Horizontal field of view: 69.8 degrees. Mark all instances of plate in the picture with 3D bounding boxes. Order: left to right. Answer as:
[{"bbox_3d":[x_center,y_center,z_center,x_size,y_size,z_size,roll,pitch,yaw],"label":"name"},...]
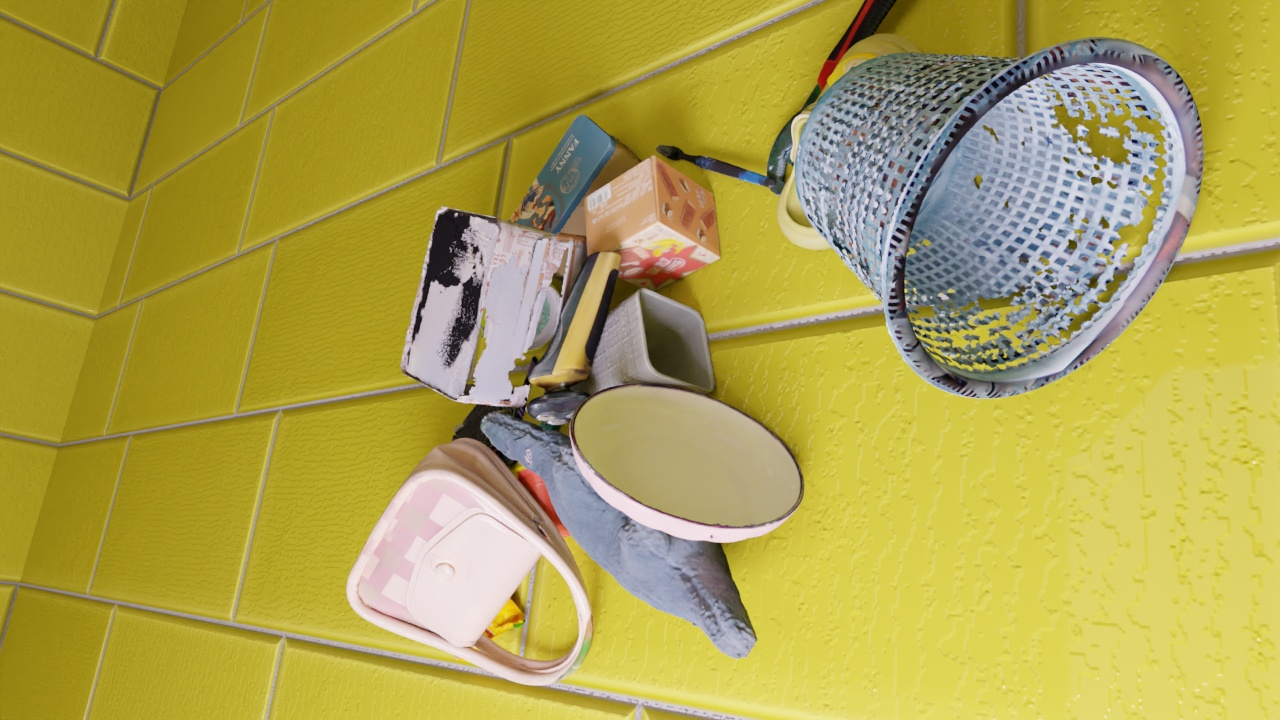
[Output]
[{"bbox_3d":[0.034,0.085,0.735,0.192,0.192,0.039,46,129,44],"label":"plate"}]

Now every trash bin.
[{"bbox_3d":[0.215,-0.118,0.628,0.227,0.226,0.195,-55,32,13],"label":"trash bin"}]

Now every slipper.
[{"bbox_3d":[0.171,-0.184,0.765,0.092,0.081,0.191,32,103,29],"label":"slipper"}]

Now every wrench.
[{"bbox_3d":[0.187,-0.273,0.822,0.056,0.016,0.274,43,111,44],"label":"wrench"}]

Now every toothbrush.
[{"bbox_3d":[-0.124,0.050,0.964,0.017,0.014,0.188,-22,30,20],"label":"toothbrush"},{"bbox_3d":[0.071,-0.195,0.914,0.189,0.016,0.014,34,105,51],"label":"toothbrush"}]

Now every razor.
[{"bbox_3d":[-0.053,-0.020,0.831,0.068,0.062,0.167,16,83,22],"label":"razor"}]

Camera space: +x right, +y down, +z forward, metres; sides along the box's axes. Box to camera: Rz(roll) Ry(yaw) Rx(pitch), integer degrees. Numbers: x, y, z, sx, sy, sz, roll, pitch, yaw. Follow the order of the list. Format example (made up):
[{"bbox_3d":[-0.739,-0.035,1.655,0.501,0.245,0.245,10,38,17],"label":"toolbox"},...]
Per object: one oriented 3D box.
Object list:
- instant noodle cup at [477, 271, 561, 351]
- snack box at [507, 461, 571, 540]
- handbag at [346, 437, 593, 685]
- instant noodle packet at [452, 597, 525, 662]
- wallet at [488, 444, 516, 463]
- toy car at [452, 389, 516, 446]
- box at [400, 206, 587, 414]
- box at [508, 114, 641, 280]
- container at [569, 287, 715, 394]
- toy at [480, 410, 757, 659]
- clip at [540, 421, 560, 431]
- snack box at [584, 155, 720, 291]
[{"bbox_3d":[-0.155,-0.066,1.035,0.123,0.111,0.111,26,93,39],"label":"instant noodle cup"},{"bbox_3d":[-0.102,0.142,0.918,0.091,0.081,0.080,-26,71,36],"label":"snack box"},{"bbox_3d":[-0.145,0.208,0.866,0.234,0.093,0.194,37,112,5],"label":"handbag"},{"bbox_3d":[-0.183,0.243,0.957,0.111,0.044,0.128,-39,73,31],"label":"instant noodle packet"},{"bbox_3d":[-0.172,0.123,0.966,0.032,0.124,0.101,42,109,7],"label":"wallet"},{"bbox_3d":[-0.177,0.073,1.048,0.106,0.031,0.049,-48,46,18],"label":"toy car"},{"bbox_3d":[-0.110,-0.046,0.913,0.153,0.177,0.182,20,98,47],"label":"box"},{"bbox_3d":[-0.074,-0.186,1.030,0.184,0.061,0.090,-57,45,14],"label":"box"},{"bbox_3d":[-0.005,0.005,0.867,0.115,0.090,0.090,-31,53,36],"label":"container"},{"bbox_3d":[-0.011,0.139,0.778,0.356,0.138,0.091,34,88,40],"label":"toy"},{"bbox_3d":[-0.098,0.072,0.984,0.040,0.014,0.056,16,86,47],"label":"clip"},{"bbox_3d":[0.011,-0.130,0.897,0.093,0.094,0.077,-24,58,36],"label":"snack box"}]
